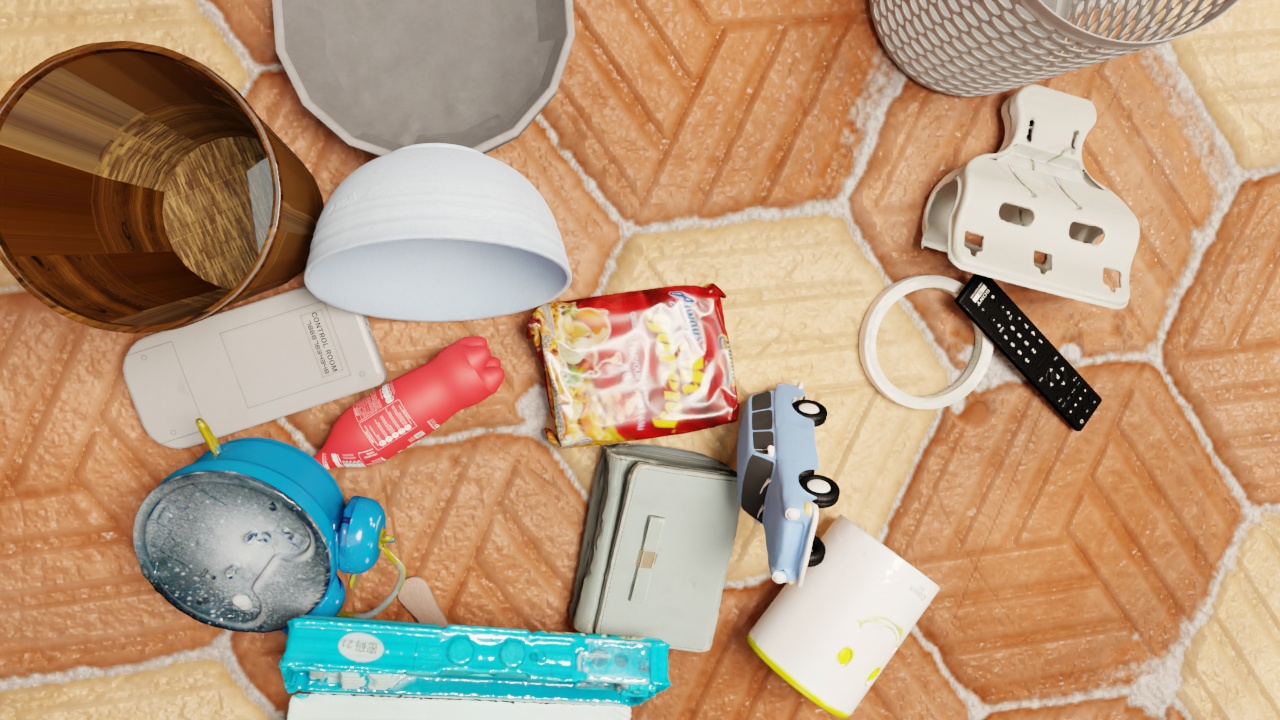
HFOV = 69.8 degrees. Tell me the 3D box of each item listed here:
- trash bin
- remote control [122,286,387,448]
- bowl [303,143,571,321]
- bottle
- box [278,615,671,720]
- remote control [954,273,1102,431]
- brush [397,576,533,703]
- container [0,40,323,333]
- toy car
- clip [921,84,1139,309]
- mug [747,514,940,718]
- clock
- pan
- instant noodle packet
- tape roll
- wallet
[{"bbox_3d":[0.231,-0.241,0.531,0.156,0.183,0.156,-1,95,-7],"label":"trash bin"},{"bbox_3d":[-0.245,0.002,0.585,0.151,0.019,0.074,-18,97,-5],"label":"remote control"},{"bbox_3d":[-0.117,-0.079,0.537,0.150,0.151,0.074,-3,76,-6],"label":"bowl"},{"bbox_3d":[-0.153,0.034,0.586,0.141,0.042,0.042,-32,98,-2],"label":"bottle"},{"bbox_3d":[-0.109,0.222,0.585,0.227,0.084,0.172,7,117,-13],"label":"box"},{"bbox_3d":[0.270,-0.006,0.636,0.140,0.009,0.030,42,79,-15],"label":"remote control"},{"bbox_3d":[-0.122,0.204,0.619,0.050,0.015,0.135,-32,98,-3],"label":"brush"},{"bbox_3d":[-0.242,-0.086,0.502,0.132,0.167,0.132,-1,95,-6],"label":"container"},{"bbox_3d":[0.086,0.069,0.561,0.055,0.153,0.056,7,119,2],"label":"toy car"},{"bbox_3d":[0.258,-0.104,0.620,0.126,0.105,0.151,14,62,-9],"label":"clip"},{"bbox_3d":[0.135,0.169,0.611,0.082,0.082,0.106,37,90,-8],"label":"mug"},{"bbox_3d":[-0.224,0.114,0.564,0.161,0.060,0.117,36,111,-15],"label":"clock"},{"bbox_3d":[-0.151,-0.291,0.558,0.178,0.041,0.357,-15,91,-2],"label":"pan"},{"bbox_3d":[-0.004,0.004,0.603,0.135,0.040,0.098,-8,92,-7],"label":"instant noodle packet"},{"bbox_3d":[0.198,-0.013,0.635,0.093,0.013,0.093,-1,95,-6],"label":"tape roll"},{"bbox_3d":[0.012,0.126,0.612,0.100,0.054,0.132,9,99,-6],"label":"wallet"}]
